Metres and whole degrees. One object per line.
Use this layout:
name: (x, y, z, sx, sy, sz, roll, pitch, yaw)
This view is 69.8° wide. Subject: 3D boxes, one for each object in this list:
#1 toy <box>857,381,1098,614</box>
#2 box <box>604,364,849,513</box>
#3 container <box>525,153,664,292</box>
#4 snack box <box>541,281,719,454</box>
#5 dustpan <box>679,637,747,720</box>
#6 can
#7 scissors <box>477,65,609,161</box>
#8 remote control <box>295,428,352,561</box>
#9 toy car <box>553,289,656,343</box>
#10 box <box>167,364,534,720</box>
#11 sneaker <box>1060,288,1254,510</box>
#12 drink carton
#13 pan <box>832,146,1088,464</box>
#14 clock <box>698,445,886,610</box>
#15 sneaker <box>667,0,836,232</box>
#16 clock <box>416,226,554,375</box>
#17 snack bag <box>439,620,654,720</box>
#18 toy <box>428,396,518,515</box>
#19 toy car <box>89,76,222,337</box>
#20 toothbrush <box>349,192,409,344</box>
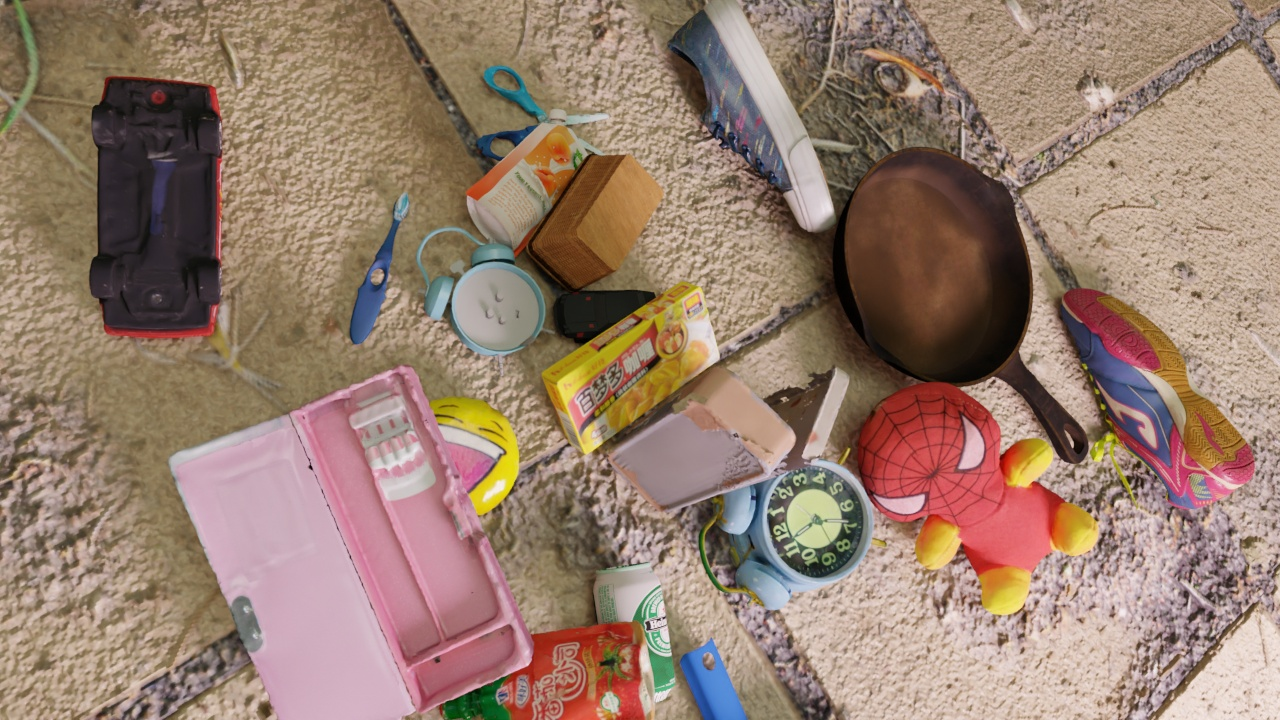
toy: (0.281, 0.110, 0.801, 0.216, 0.098, 0.147, 44, 97, -4)
box: (0.048, 0.055, 0.670, 0.107, 0.217, 0.094, 19, 70, -13)
container: (-0.033, -0.118, 0.759, 0.063, 0.061, 0.113, 43, 65, -28)
snack box: (-0.004, 0.004, 0.747, 0.152, 0.025, 0.075, -34, 125, -24)
dustpan: (0.103, 0.336, 0.704, 0.245, 0.060, 0.257, -25, 96, -23)
can: (-0.006, 0.208, 0.700, 0.053, 0.053, 0.101, -5, 79, -21)
scissors: (-0.086, -0.198, 0.800, 0.132, 0.015, 0.109, 26, 67, -18)
remote control: (-0.216, 0.098, 0.676, 0.039, 0.010, 0.124, -26, 86, -23)
toy car: (-0.026, -0.039, 0.765, 0.091, 0.036, 0.042, -3, 77, -20)
box: (-0.195, 0.137, 0.639, 0.179, 0.059, 0.233, -22, 88, -17)
sneaker: (0.487, 0.038, 0.915, 0.116, 0.091, 0.241, -13, 62, -28)
drink carton: (-0.088, -0.151, 0.771, 0.122, 0.039, 0.069, -50, 122, -26)
pan: (0.313, -0.036, 0.879, 0.248, 0.043, 0.356, -45, 101, -25)
clock: (0.120, 0.140, 0.760, 0.161, 0.060, 0.118, -22, 86, -19)
sneaker: (0.103, -0.216, 0.847, 0.079, 0.087, 0.235, -27, 90, 11)
clock: (-0.127, -0.054, 0.730, 0.087, 0.042, 0.123, -41, 94, -24)
snack bag: (-0.068, 0.236, 0.654, 0.155, 0.044, 0.087, -13, 50, 8)
toy: (-0.138, 0.073, 0.694, 0.095, 0.041, 0.094, 20, 75, -10)
toy car: (-0.345, -0.110, 0.660, 0.081, 0.056, 0.189, -1, 83, -19)
toothbrush: (-0.204, -0.074, 0.722, 0.021, 0.016, 0.132, 17, 71, -13)
